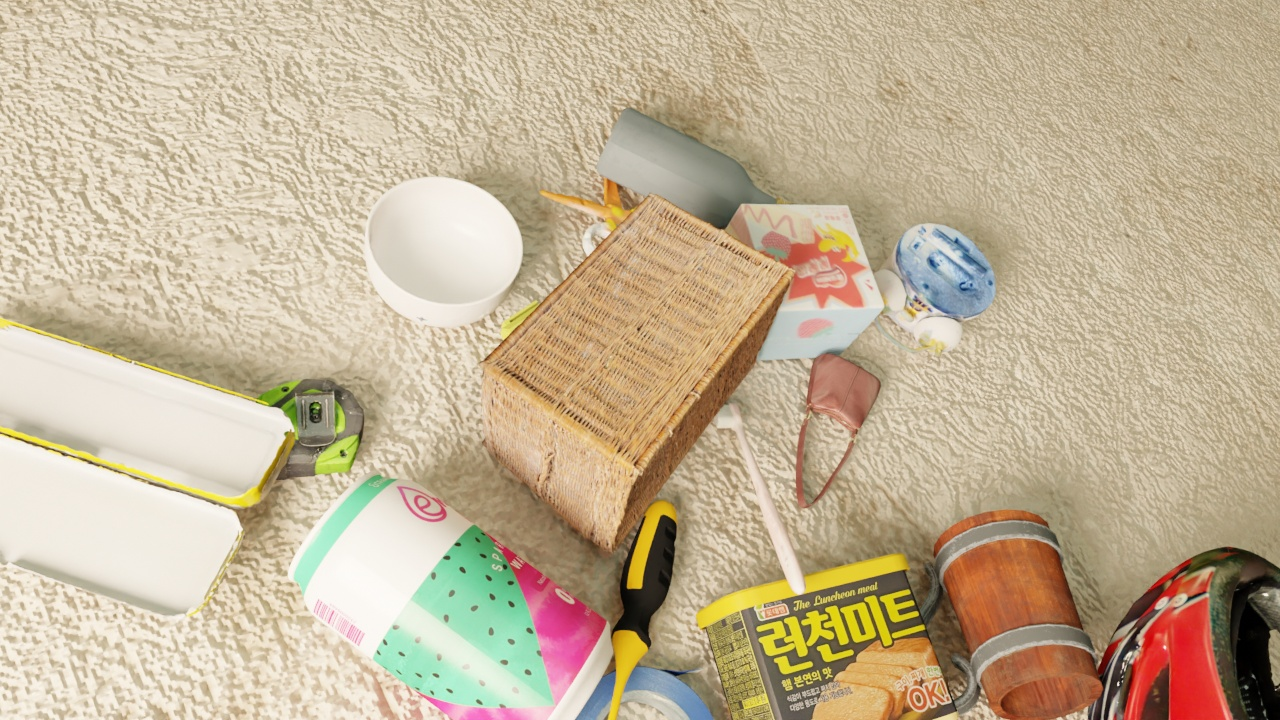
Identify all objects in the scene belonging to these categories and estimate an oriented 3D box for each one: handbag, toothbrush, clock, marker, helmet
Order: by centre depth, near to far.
[{"bbox_3d":[-0.005,0.162,0.541,0.031,0.031,0.196,-7,41,23],"label":"toothbrush"},{"bbox_3d":[0.373,0.251,0.548,0.217,0.167,0.271,-2,71,-37],"label":"helmet"},{"bbox_3d":[0.074,0.082,0.590,0.018,0.016,0.181,1,32,-12],"label":"toothbrush"},{"bbox_3d":[-0.051,-0.047,0.666,0.021,0.018,0.123,46,57,9],"label":"marker"},{"bbox_3d":[0.136,0.054,0.670,0.055,0.029,0.119,27,62,-5],"label":"handbag"},{"bbox_3d":[0.232,-0.055,0.746,0.089,0.052,0.125,40,57,5],"label":"clock"}]

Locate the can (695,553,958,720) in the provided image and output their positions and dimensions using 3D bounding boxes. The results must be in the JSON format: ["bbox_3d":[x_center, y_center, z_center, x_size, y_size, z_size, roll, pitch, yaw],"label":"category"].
[{"bbox_3d":[0.113,0.185,0.559,0.130,0.073,0.101,-7,67,-22],"label":"can"}]

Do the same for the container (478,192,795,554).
[{"bbox_3d":[-0.004,0.003,0.587,0.113,0.114,0.198,34,58,13],"label":"container"}]

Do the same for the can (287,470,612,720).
[{"bbox_3d":[-0.101,0.138,0.502,0.166,0.088,0.088,35,57,3],"label":"can"}]

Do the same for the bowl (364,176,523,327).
[{"bbox_3d":[-0.136,-0.069,0.628,0.105,0.054,0.104,8,62,-14],"label":"bowl"}]

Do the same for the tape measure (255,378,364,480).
[{"bbox_3d":[-0.201,0.040,0.555,0.065,0.036,0.058,-6,63,-21],"label":"tape measure"}]

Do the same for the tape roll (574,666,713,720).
[{"bbox_3d":[0.001,0.226,0.530,0.091,0.016,0.093,2,61,-18],"label":"tape roll"}]

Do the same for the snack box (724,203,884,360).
[{"bbox_3d":[0.114,-0.059,0.691,0.093,0.080,0.094,-2,63,-20],"label":"snack box"}]

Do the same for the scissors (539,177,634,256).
[{"bbox_3d":[-0.018,-0.109,0.704,0.125,0.011,0.128,14,44,-18],"label":"scissors"}]

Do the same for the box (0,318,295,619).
[{"bbox_3d":[-0.309,0.055,0.501,0.209,0.023,0.127,18,64,2],"label":"box"}]

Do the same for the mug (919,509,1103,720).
[{"bbox_3d":[0.227,0.171,0.598,0.117,0.081,0.111,-21,41,18],"label":"mug"}]

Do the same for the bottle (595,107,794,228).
[{"bbox_3d":[0.048,-0.141,0.730,0.161,0.046,0.072,25,38,-6],"label":"bottle"}]
